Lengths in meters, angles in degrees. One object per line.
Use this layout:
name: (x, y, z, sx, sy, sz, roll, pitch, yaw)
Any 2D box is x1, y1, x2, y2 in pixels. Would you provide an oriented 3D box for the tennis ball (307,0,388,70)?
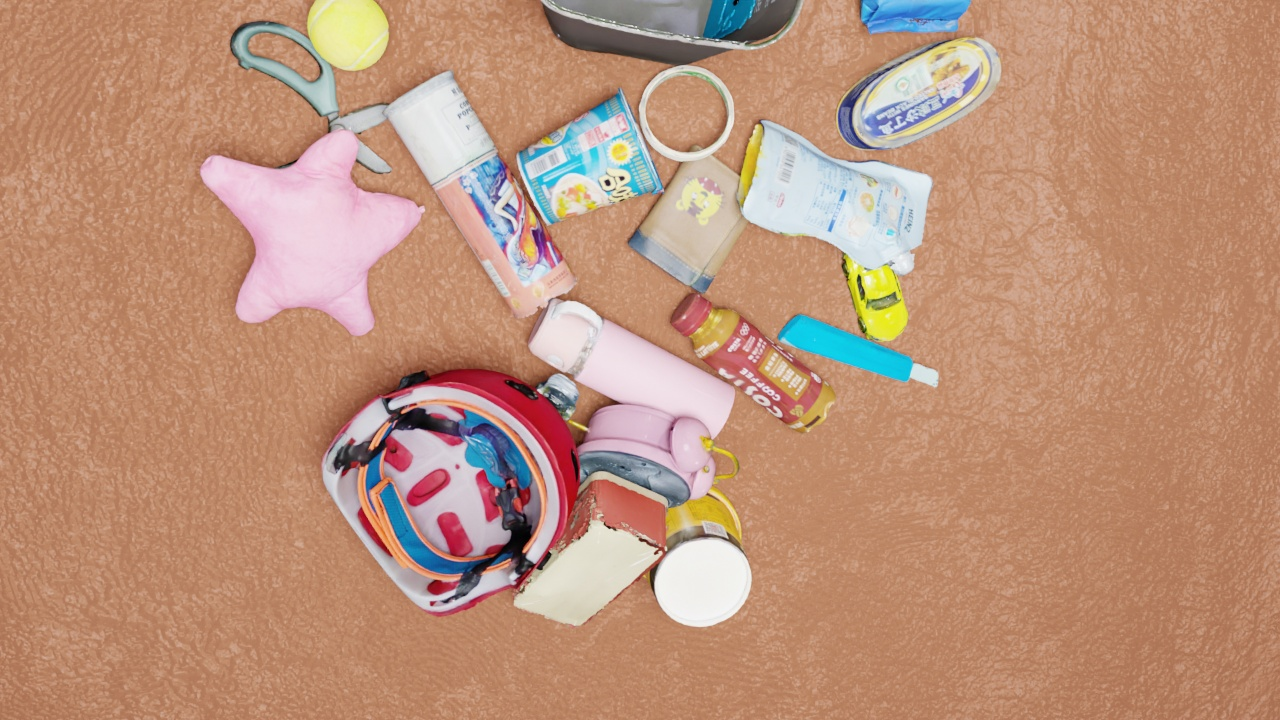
tennis ball: (-0.246, -0.279, 0.774, 0.065, 0.065, 0.065, -2, 104, -6)

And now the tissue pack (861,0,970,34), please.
tissue pack: (0.244, -0.373, 0.815, 0.095, 0.052, 0.157, -4, 104, -8)

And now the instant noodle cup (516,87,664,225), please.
instant noodle cup: (-0.047, -0.173, 0.814, 0.110, 0.099, 0.099, -22, 106, 6)

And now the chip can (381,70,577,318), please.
chip can: (-0.140, -0.144, 0.819, 0.071, 0.071, 0.215, -30, 106, 1)

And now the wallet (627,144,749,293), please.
wallet: (0.054, -0.132, 0.866, 0.090, 0.033, 0.115, 32, 95, -12)

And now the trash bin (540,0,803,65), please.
trash bin: (0.014, -0.330, 0.706, 0.198, 0.219, 0.199, 8, 97, -8)

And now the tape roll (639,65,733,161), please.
tape roll: (0.042, -0.225, 0.835, 0.086, 0.014, 0.085, 0, 86, -2)

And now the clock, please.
clock: (0.014, 0.092, 0.864, 0.159, 0.059, 0.117, 7, 149, 14)

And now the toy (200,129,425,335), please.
toy: (-0.275, -0.104, 0.808, 0.178, 0.074, 0.195, -15, 125, -20)

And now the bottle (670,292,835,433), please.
bottle: (0.108, 0.001, 0.891, 0.175, 0.057, 0.057, 36, 97, -14)

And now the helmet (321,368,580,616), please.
helmet: (-0.147, 0.095, 0.825, 0.241, 0.143, 0.207, -31, 100, 27)

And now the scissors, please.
scissors: (-0.310, -0.215, 0.808, 0.170, 0.019, 0.179, -26, 105, 2)

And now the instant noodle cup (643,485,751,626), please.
instant noodle cup: (0.051, 0.192, 0.903, 0.118, 0.114, 0.118, -2, 104, -7)

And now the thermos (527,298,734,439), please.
thermos: (-0.005, 0.005, 0.867, 0.198, 0.087, 0.067, 29, 57, -13)

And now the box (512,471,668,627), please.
box: (-0.052, 0.189, 0.869, 0.091, 0.077, 0.169, 26, 129, -21)

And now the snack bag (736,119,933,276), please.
snack bag: (0.185, -0.151, 0.858, 0.191, 0.039, 0.110, 17, 67, -16)

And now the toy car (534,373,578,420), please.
toy car: (-0.093, 0.046, 0.878, 0.043, 0.034, 0.091, 33, 133, -14)

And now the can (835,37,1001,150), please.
can: (0.256, -0.246, 0.850, 0.148, 0.049, 0.074, -27, 106, 0)

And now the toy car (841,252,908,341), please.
toy car: (0.234, -0.067, 0.902, 0.048, 0.032, 0.105, -21, 107, -2)

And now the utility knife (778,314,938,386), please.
utility knife: (0.225, -0.006, 0.924, 0.178, 0.018, 0.034, 19, 116, -12)
